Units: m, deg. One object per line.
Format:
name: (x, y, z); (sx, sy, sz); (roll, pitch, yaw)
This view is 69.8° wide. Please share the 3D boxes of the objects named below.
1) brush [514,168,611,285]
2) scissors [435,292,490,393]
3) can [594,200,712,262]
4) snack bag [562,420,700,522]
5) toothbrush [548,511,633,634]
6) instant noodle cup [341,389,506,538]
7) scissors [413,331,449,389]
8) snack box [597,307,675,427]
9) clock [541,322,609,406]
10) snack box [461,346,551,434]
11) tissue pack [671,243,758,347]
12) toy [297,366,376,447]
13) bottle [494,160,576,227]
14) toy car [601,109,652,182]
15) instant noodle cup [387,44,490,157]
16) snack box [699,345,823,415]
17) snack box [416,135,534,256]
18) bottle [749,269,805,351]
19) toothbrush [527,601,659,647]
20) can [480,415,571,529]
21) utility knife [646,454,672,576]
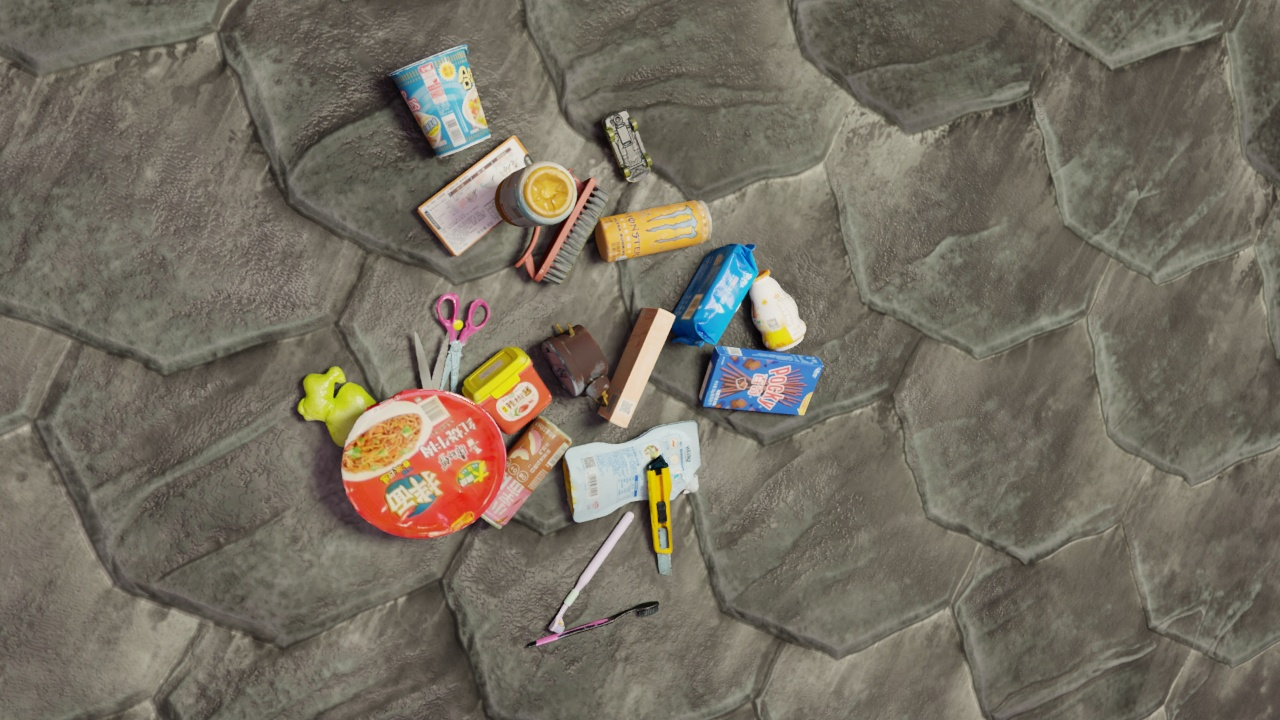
brush: (-0.101, -0.166, 1.158); (0.069, 0.063, 0.146); (29, 89, -14)
scissors: (-0.224, -0.017, 1.163); (0.077, 0.017, 0.137); (-1, 101, -24)
can: (0.016, -0.169, 1.194); (0.146, 0.058, 0.058); (-14, 100, -15)
snack bag: (-0.007, 0.148, 1.233); (0.190, 0.039, 0.110); (-12, 101, -17)
toothbrush: (-0.064, 0.285, 1.240); (0.021, 0.029, 0.189); (32, 84, 20)
instant noodle cup: (-0.263, 0.117, 1.119); (0.193, 0.066, 0.194); (-5, 109, -15)
scissors: (-0.262, 0.056, 1.154); (0.159, 0.014, 0.170); (-45, 108, -6)
snack box: (-0.007, 0.007, 1.193); (0.026, 0.084, 0.157); (24, 89, -15)
clock: (-0.078, 0.010, 1.174); (0.055, 0.082, 0.122); (-32, 102, -18)
snack box: (-0.166, 0.039, 1.155); (0.091, 0.082, 0.080); (-40, 119, -8)
tissue pack: (0.099, -0.087, 1.211); (0.052, 0.095, 0.157); (32, 84, -19)
toy: (-0.364, 0.058, 1.118); (0.100, 0.031, 0.096); (12, 91, -17)
bottle: (-0.127, -0.186, 1.051); (0.068, 0.190, 0.068); (-2, 97, -19)
toy car: (-0.018, -0.275, 1.184); (0.042, 0.035, 0.090); (-28, 109, -11)
instant noodle cup: (-0.231, -0.304, 1.090); (0.099, 0.099, 0.110); (-26, 109, -13)
snack box: (0.166, 0.029, 1.262); (0.157, 0.026, 0.085); (6, 120, -17)
snack box: (-0.195, -0.204, 1.142); (0.153, 0.026, 0.075); (-40, 106, -9)
bottle: (0.181, -0.069, 1.252); (0.063, 0.063, 0.108); (-30, 104, -12)
toothbrush: (-0.062, 0.363, 1.253); (0.189, 0.014, 0.018); (-14, 112, -14)
can: (-0.154, 0.142, 1.177); (0.058, 0.058, 0.147); (41, 83, -17)
utility knife: (0.031, 0.215, 1.243); (0.033, 0.015, 0.193); (-11, 114, -14)
